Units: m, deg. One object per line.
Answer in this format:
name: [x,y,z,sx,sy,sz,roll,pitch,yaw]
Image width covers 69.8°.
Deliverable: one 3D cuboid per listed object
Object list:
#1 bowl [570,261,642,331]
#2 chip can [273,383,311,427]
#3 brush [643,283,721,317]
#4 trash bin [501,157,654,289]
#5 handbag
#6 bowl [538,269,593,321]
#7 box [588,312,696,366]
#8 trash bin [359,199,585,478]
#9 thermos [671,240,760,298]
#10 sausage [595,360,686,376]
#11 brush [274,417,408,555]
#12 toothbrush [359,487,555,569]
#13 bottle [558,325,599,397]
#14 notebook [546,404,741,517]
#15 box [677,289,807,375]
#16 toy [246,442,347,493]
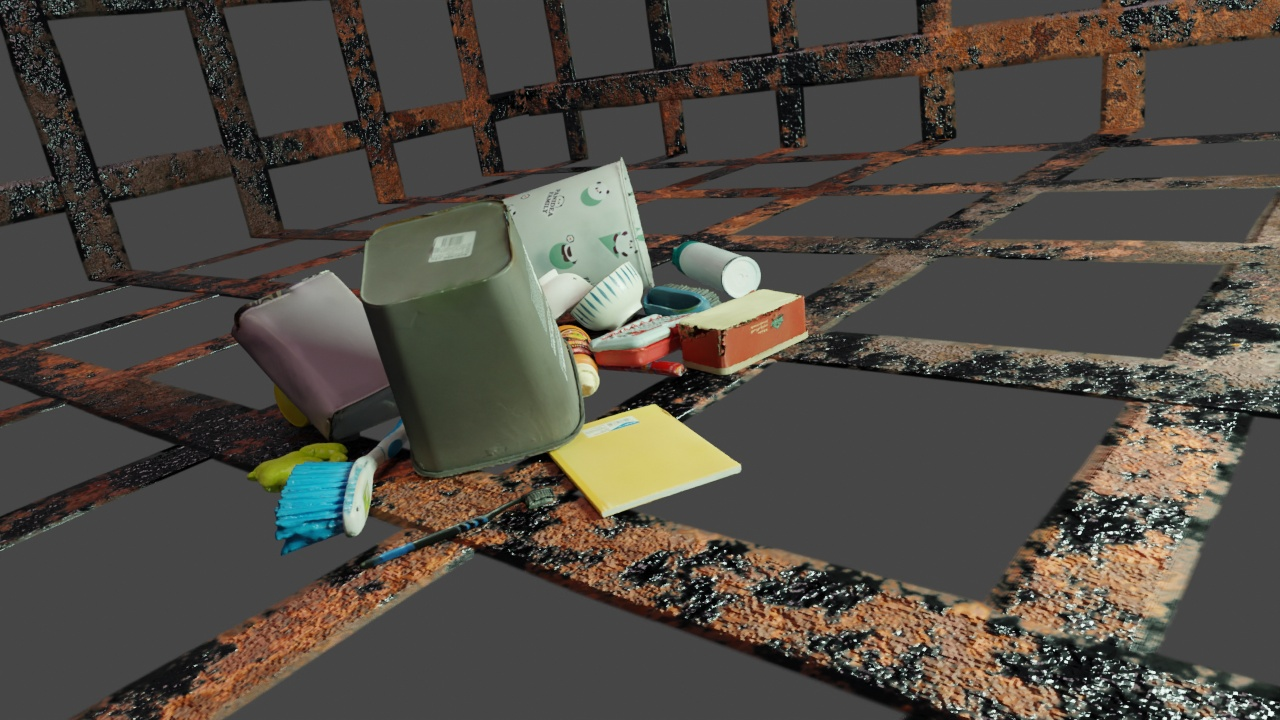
bowl: [-0.040,-0.085,1.358,0.116,0.066,0.116,-42,-1,-1]
chip can: [-0.384,0.018,1.244,0.073,0.073,0.216,5,22,35]
brush: [0.052,-0.076,1.337,0.073,0.055,0.144,-21,23,-33]
trash bin: [-0.124,-0.202,1.552,0.252,0.230,0.229,-12,19,5]
handbag: [-0.383,-0.002,1.125,0.197,0.099,0.144,43,36,16]
bowl: [-0.131,-0.099,1.395,0.118,0.065,0.118,-38,3,2]
box: [0.011,-0.034,1.202,0.087,0.047,0.200,2,13,27]
trash bin: [-0.180,-0.029,0.969,0.198,0.220,0.198,-14,40,-2]
thermos: [0.121,-0.156,1.525,0.073,0.073,0.224,-15,19,-16]
sausage: [-0.007,0.007,1.178,0.156,0.020,0.020,4,23,35]
brush: [-0.299,0.113,0.965,0.109,0.060,0.314,-6,16,-9]
toothbrush: [-0.162,0.153,0.836,0.189,0.014,0.016,-19,45,-25]
bottle: [-0.083,0.007,1.159,0.066,0.067,0.149,-13,26,-11]
notebook: [-0.008,0.095,0.937,0.145,0.010,0.206,-16,20,-19]
box: [0.131,-0.048,1.185,0.168,0.077,0.091,-23,24,-36]
toy: [-0.375,0.116,1.013,0.097,0.031,0.100,-2,19,13]
